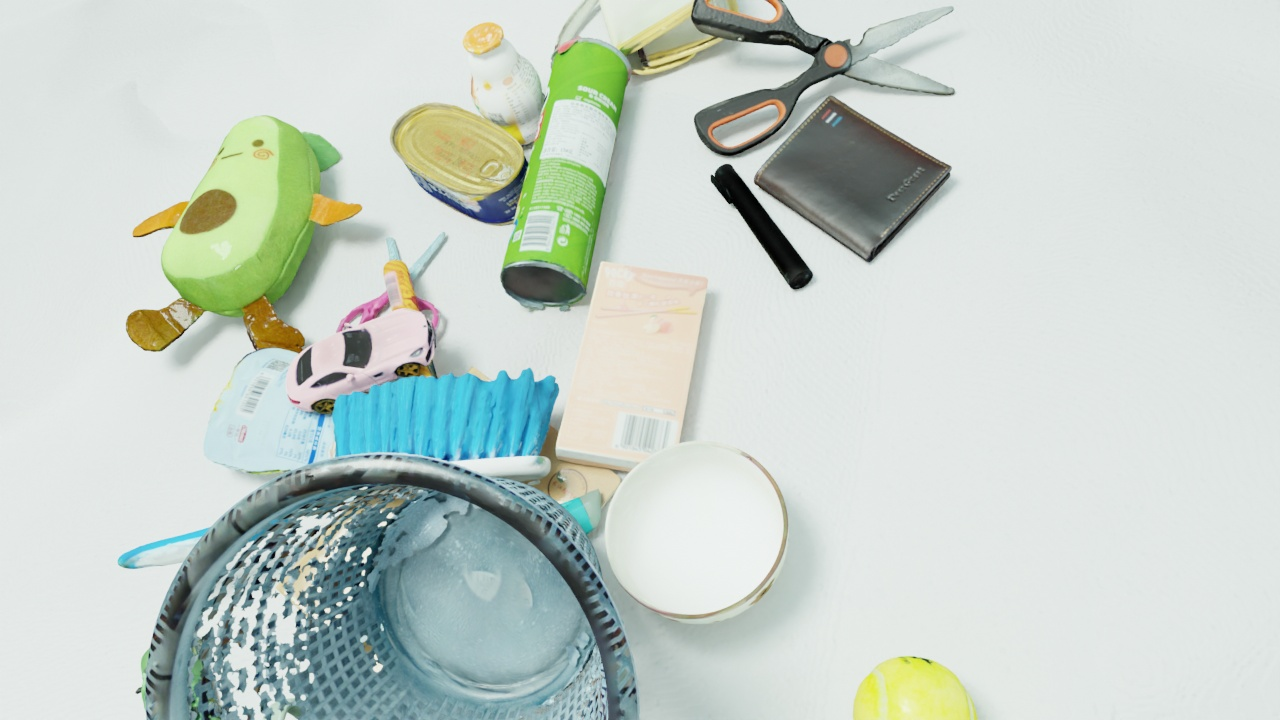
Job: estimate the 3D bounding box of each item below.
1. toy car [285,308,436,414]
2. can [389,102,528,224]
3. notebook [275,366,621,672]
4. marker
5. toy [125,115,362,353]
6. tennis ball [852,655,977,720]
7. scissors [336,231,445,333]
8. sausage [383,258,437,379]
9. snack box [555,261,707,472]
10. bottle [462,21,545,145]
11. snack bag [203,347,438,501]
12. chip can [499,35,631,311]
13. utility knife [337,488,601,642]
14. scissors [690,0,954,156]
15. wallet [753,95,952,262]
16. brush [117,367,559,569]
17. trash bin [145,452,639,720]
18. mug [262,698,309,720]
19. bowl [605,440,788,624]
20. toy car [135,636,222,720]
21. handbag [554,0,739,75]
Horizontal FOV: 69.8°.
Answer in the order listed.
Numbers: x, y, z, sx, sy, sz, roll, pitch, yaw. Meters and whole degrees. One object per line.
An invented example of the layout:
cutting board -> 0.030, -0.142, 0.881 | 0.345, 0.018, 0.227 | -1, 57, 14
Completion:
toy car -> -0.211, -0.002, 0.685 | 0.122, 0.037, 0.056 | -22, 55, 9
can -> -0.155, -0.173, 0.807 | 0.148, 0.049, 0.074 | 30, 73, 28
notebook -> -0.133, 0.121, 0.642 | 0.148, 0.008, 0.207 | 35, 75, 17
marker -> 0.093, -0.107, 0.717 | 0.022, 0.020, 0.132 | -19, 56, -16
toy -> -0.349, -0.115, 0.807 | 0.227, 0.090, 0.246 | 0, 64, 9
tennis ball -> 0.150, 0.196, 0.501 | 0.065, 0.065, 0.065 | -7, 60, 12
scissors -> -0.211, -0.057, 0.779 | 0.128, 0.017, 0.133 | -27, 53, 3
sausage -> -0.181, -0.025, 0.722 | 0.021, 0.021, 0.165 | -25, 54, 1
snack box -> -0.004, 0.004, 0.667 | 0.084, 0.026, 0.157 | 9, 63, 6
bottle -> -0.119, -0.241, 0.800 | 0.063, 0.108, 0.063 | -6, 59, 11
snack bag -> -0.234, 0.050, 0.708 | 0.191, 0.039, 0.110 | 12, 57, 13
chip can -> -0.060, -0.157, 0.757 | 0.072, 0.072, 0.235 | 0, 62, 16
utility knife -> -0.117, 0.143, 0.618 | 0.209, 0.013, 0.029 | -25, 71, -8
scissors -> 0.137, -0.242, 0.760 | 0.221, 0.021, 0.222 | 36, 95, 4
wallet -> 0.162, -0.143, 0.713 | 0.096, 0.020, 0.122 | -47, 62, -1
brush -> -0.210, 0.076, 0.635 | 0.315, 0.060, 0.109 | -6, 74, 5
trash bin -> -0.104, 0.152, 0.499 | 0.227, 0.195, 0.226 | 0, 91, 6
mug -> -0.198, 0.259, 0.539 | 0.082, 0.106, 0.111 | -17, 58, 6
bowl -> 0.039, 0.115, 0.581 | 0.113, 0.062, 0.113 | -7, 58, 12
toy car -> -0.321, 0.230, 0.634 | 0.043, 0.036, 0.091 | -34, 54, -3
handbag -> -0.005, -0.332, 0.859 | 0.179, 0.063, 0.163 | -25, 56, 18
